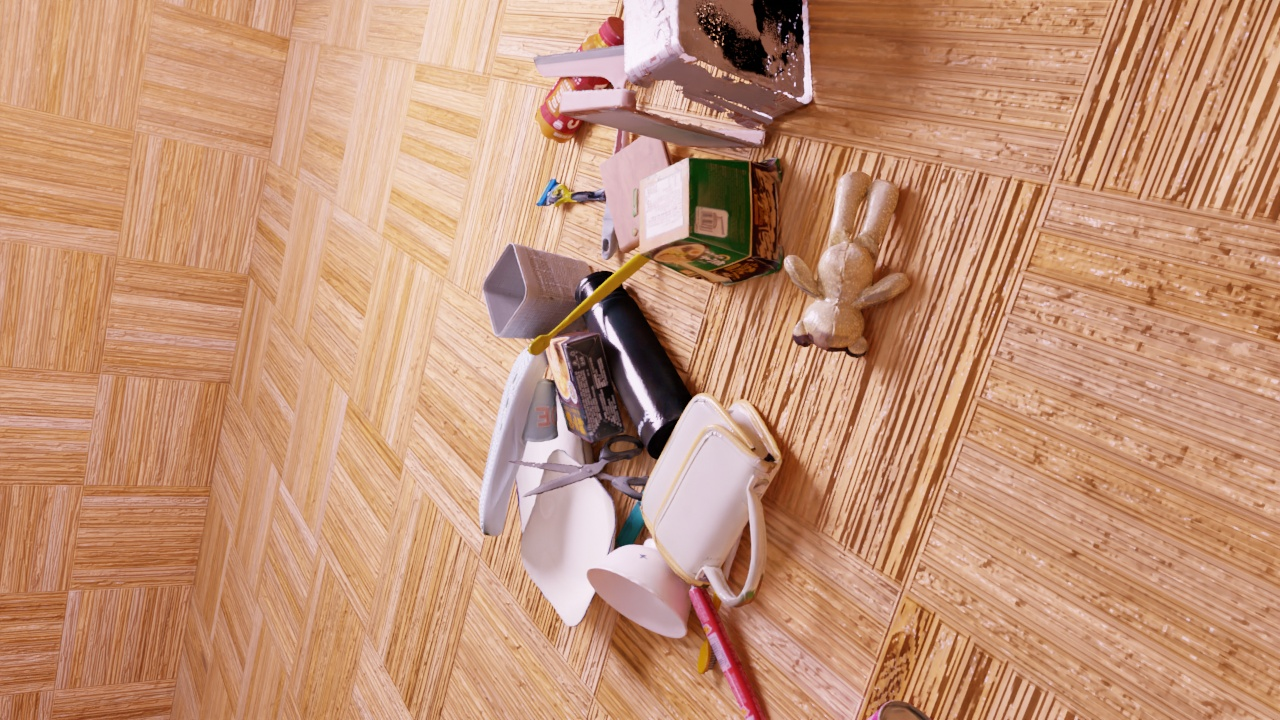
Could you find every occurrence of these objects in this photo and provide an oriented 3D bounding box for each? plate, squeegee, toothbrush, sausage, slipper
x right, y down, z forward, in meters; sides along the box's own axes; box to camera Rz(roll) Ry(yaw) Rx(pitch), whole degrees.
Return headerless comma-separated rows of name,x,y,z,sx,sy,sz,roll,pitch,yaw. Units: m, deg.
plate,-0.074,0.198,1.037,0.164,0.034,0.164,37,114,49
squeegee,-0.029,-0.245,1.098,0.248,0.040,0.249,7,98,35
toothbrush,-0.053,-0.068,1.021,0.015,0.189,0.017,52,162,-14
sausage,0.082,0.281,0.868,0.020,0.020,0.155,-47,59,40
slipper,-0.136,0.090,1.089,0.104,0.074,0.245,163,121,-77
plate,-0.098,0.160,1.136,0.162,0.034,0.265,-35,57,45
toothbrush,0.084,0.217,0.898,0.016,0.018,0.191,19,98,51

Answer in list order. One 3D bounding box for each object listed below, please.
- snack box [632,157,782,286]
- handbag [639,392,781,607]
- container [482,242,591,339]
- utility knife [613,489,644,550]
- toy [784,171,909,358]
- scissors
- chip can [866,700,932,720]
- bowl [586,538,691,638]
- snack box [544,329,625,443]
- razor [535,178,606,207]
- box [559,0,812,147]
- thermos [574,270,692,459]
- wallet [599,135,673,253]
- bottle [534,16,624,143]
snack box,0.063,-0.141,0.901,0.118,0.105,0.118,-13,75,52
handbag,0.072,0.138,0.865,0.164,0.063,0.178,-65,32,25
container,-0.119,-0.080,1.133,0.090,0.114,0.090,-48,49,39
utility knife,-0.018,0.200,1.038,0.029,0.013,0.157,53,126,42
toy,0.177,-0.083,0.783,0.105,0.066,0.157,14,94,11
scissors,-0.049,0.119,0.978,0.159,0.174,0.014,27,125,8
chip can,0.154,0.355,0.730,0.211,0.071,0.071,-56,44,32
bowl,0.010,0.223,0.941,0.119,0.118,0.064,-12,36,53
snack box,-0.064,0.026,1.037,0.126,0.053,0.113,-172,66,-70
razor,-0.080,-0.213,1.180,0.143,0.022,0.042,11,72,49
box,0.039,-0.286,0.898,0.193,0.182,0.156,-9,77,50
thermos,-0.006,0.006,1.017,0.090,0.068,0.242,97,154,-44
wallet,0.002,-0.193,1.041,0.101,0.020,0.115,-25,77,41
bottle,-0.070,-0.353,1.157,0.175,0.057,0.057,-45,51,41
